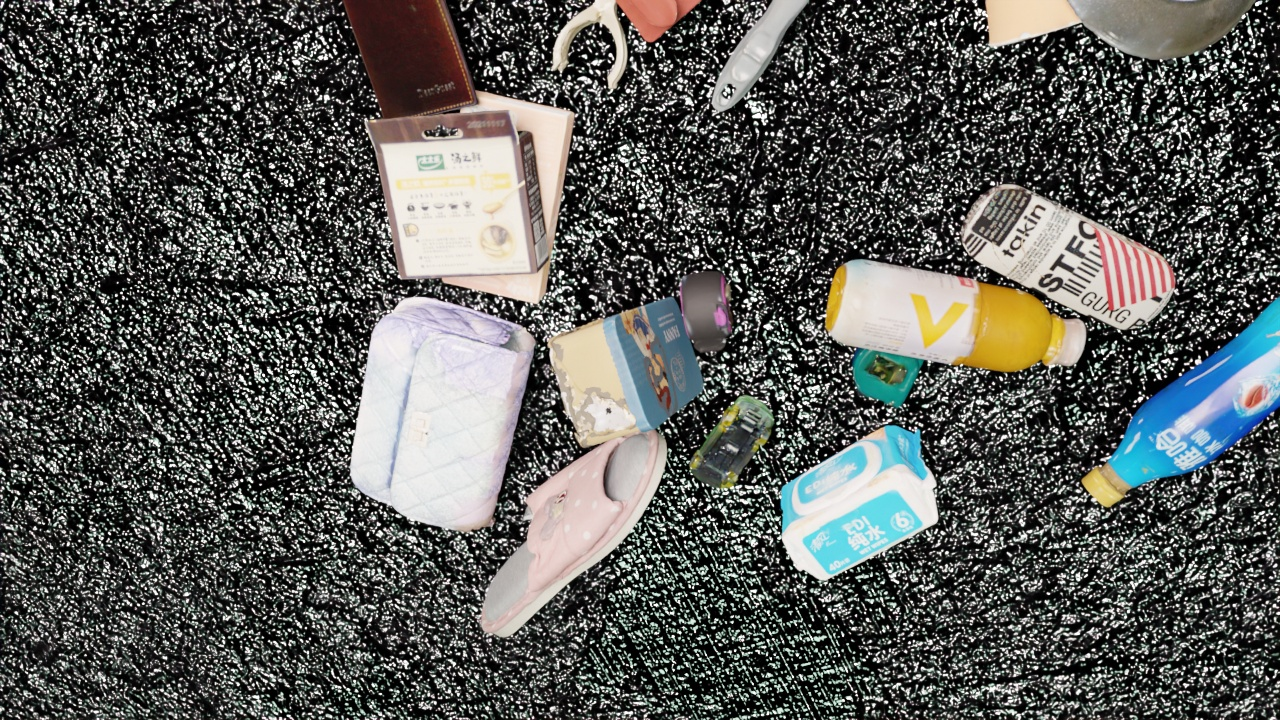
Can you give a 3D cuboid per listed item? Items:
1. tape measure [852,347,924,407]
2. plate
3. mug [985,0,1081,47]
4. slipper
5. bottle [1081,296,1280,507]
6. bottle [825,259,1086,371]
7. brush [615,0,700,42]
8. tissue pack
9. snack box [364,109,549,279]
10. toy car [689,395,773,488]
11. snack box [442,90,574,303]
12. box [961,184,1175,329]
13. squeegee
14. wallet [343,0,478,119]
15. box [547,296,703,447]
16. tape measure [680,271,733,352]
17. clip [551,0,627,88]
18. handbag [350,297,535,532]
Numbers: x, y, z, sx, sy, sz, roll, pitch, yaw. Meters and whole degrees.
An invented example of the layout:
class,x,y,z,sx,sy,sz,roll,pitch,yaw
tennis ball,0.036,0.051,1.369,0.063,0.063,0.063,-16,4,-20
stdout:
class,x,y,z,sx,sy,sz,roll,pitch,yaw
tape measure,0.203,0.008,0.757,0.054,0.025,0.058,19,114,-2
plate,0.331,-0.279,0.569,0.179,0.024,0.179,-2,97,-14
mug,0.257,-0.278,0.598,0.078,0.078,0.123,-14,107,14
slipper,-0.073,0.150,0.815,0.054,0.114,0.275,31,122,-20
bottle,0.443,0.036,0.715,0.065,0.065,0.219,39,114,-10
bottle,0.242,-0.031,0.711,0.189,0.067,0.068,11,115,3
brush,-0.017,-0.286,0.603,0.063,0.069,0.146,-32,106,32
tissue pack,0.181,0.116,0.773,0.140,0.089,0.063,-34,106,21
snack box,-0.136,-0.127,0.700,0.113,0.053,0.126,-1,112,9
toy car,0.079,0.071,0.796,0.043,0.036,0.091,30,113,-7
snack box,-0.108,-0.130,0.739,0.084,0.026,0.157,13,115,2
box,0.322,-0.075,0.688,0.164,0.057,0.071,23,98,-2
squeegee,0.117,-0.265,0.615,0.246,0.039,0.247,33,137,-6
wallet,-0.176,-0.244,0.688,0.096,0.020,0.122,0,118,34
box,-0.004,0.004,0.708,0.060,0.184,0.090,-17,96,21
tape measure,0.055,-0.043,0.738,0.039,0.057,0.058,-8,135,10
clip,-0.018,-0.244,0.674,0.092,0.035,0.103,41,105,-6
handbag,-0.175,0.050,0.802,0.134,0.075,0.194,16,116,0
